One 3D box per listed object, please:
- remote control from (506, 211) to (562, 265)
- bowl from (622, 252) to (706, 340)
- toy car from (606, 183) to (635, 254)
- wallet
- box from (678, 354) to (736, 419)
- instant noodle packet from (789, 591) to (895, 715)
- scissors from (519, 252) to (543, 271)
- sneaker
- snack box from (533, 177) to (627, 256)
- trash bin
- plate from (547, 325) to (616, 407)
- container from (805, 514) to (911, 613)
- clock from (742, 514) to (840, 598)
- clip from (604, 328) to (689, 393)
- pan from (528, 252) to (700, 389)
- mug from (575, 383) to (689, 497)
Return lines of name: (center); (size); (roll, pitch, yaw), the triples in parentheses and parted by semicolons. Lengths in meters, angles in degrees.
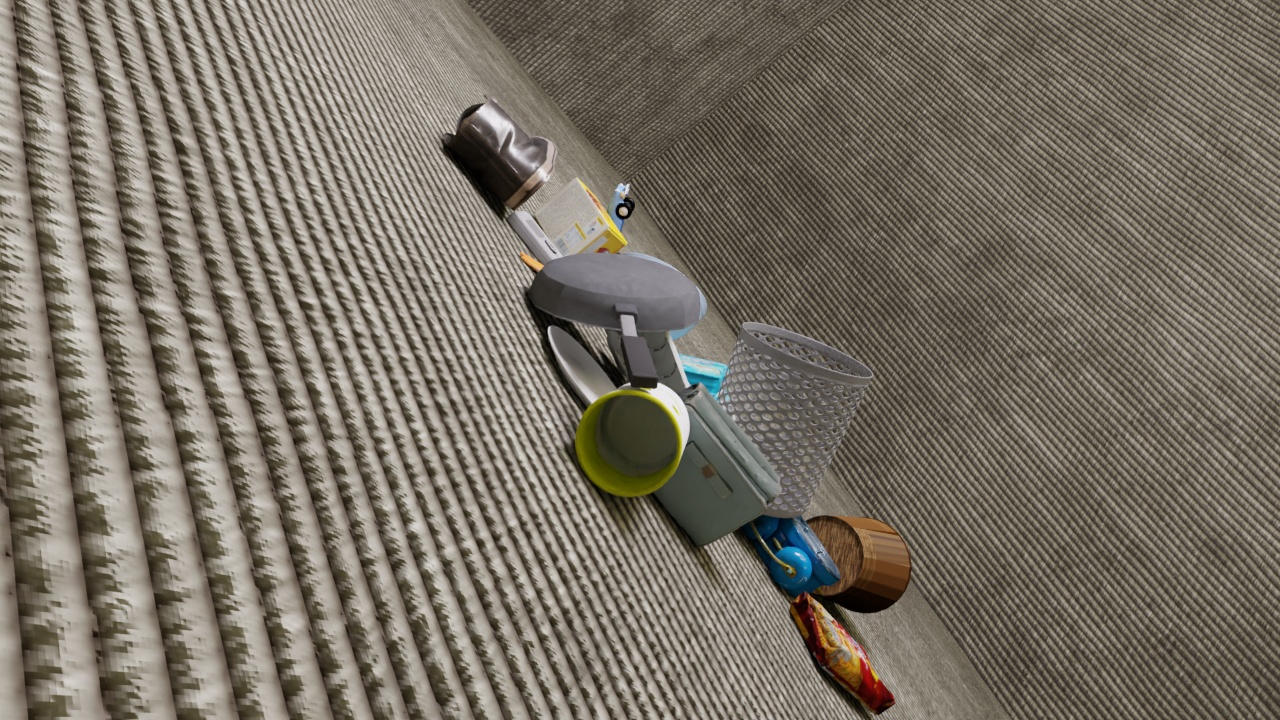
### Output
remote control: (-0.106, -0.124, 1.142); (0.151, 0.019, 0.074); (51, 9, -5)
bowl: (0.011, -0.076, 1.296); (0.150, 0.074, 0.151); (28, -20, 11)
toy car: (-0.047, -0.187, 1.350); (0.055, 0.153, 0.056); (15, 21, 0)
wallet: (0.053, 0.096, 0.833); (0.131, 0.100, 0.054); (49, 13, -10)
box: (0.096, 0.046, 1.283); (0.171, 0.084, 0.227); (46, 8, 5)
instant noodle packet: (0.216, 0.317, 0.993); (0.135, 0.040, 0.098); (46, 4, -28)
scissors: (-0.096, -0.091, 1.070); (0.128, 0.013, 0.065); (29, 44, -43)
sneaker: (-0.177, -0.270, 1.155); (0.120, 0.095, 0.234); (45, 15, -19)
snack box: (-0.085, -0.185, 1.284); (0.105, 0.084, 0.061); (58, 12, 29)
trash bin: (0.159, 0.070, 1.063); (0.156, 0.183, 0.156); (19, 14, -5)
plate: (-0.049, 0.023, 0.885); (0.134, 0.011, 0.134); (50, 9, -12)
container: (0.272, 0.264, 1.217); (0.167, 0.132, 0.132); (27, 26, -56)
clock: (0.175, 0.222, 1.089); (0.161, 0.060, 0.116); (37, 18, -53)
clip: (0.014, -0.002, 1.015); (0.151, 0.104, 0.126); (-94, 164, -70)
pan: (-0.014, -0.047, 0.859); (0.178, 0.041, 0.357); (5, 19, -8)
mug: (-0.003, 0.060, 0.746); (0.082, 0.082, 0.106); (52, 9, 2)
